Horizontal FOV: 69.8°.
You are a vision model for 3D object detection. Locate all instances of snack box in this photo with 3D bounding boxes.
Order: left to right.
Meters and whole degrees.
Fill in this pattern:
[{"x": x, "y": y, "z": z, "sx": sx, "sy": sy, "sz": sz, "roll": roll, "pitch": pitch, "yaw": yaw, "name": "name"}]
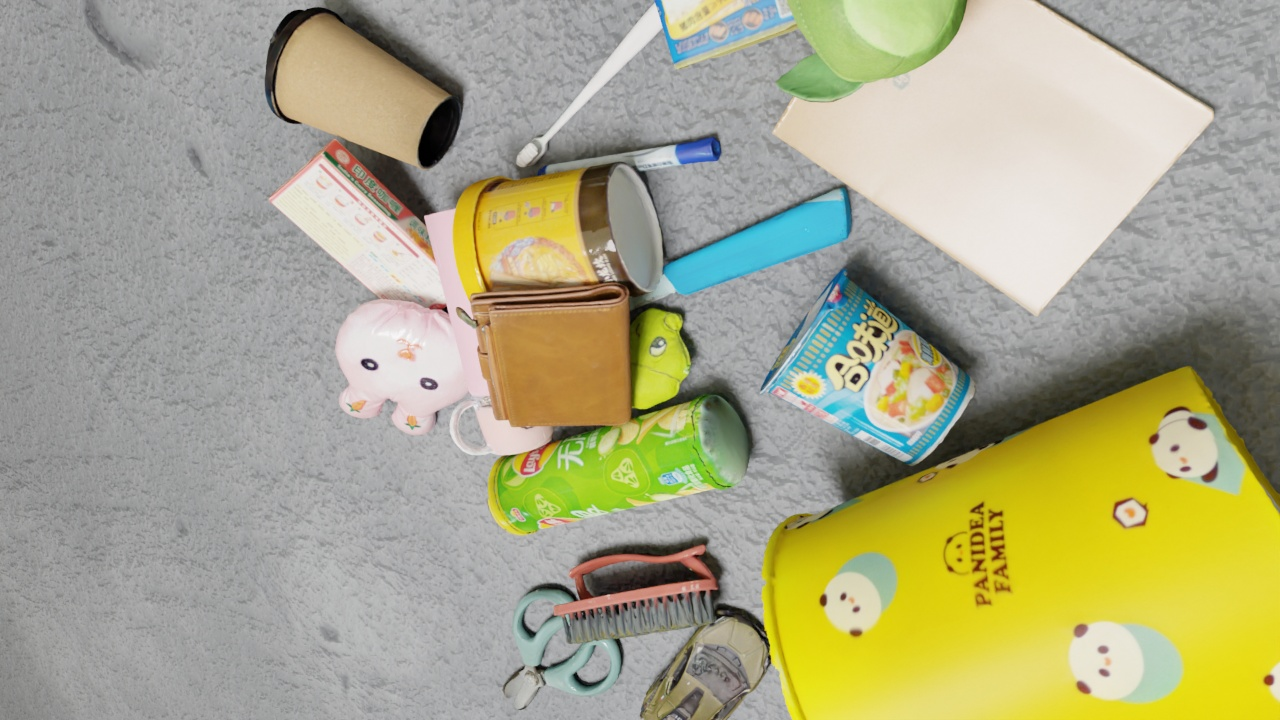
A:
[{"x": -0.216, "y": -0.099, "z": 0.746, "sx": 0.077, "sy": 0.026, "sz": 0.156, "roll": -25, "pitch": 122, "yaw": 33, "name": "snack box"}]

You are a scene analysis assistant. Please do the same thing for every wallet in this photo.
[{"x": -0.066, "y": 0.002, "z": 0.646, "sx": 0.119, "sy": 0.035, "sz": 0.131, "roll": 0, "pitch": 139, "yaw": 0, "name": "wallet"}]

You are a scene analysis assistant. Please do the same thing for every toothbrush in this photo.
[{"x": -0.032, "y": -0.197, "z": 0.651, "sx": 0.016, "sy": 0.016, "sz": 0.181, "roll": 48, "pitch": 123, "yaw": -5, "name": "toothbrush"}]

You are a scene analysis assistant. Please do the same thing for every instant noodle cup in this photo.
[{"x": -0.053, "y": -0.083, "z": 0.655, "sx": 0.115, "sy": 0.118, "sz": 0.118, "roll": -11, "pitch": 104, "yaw": 22, "name": "instant noodle cup"}, {"x": 0.150, "y": 0.011, "z": 0.597, "sx": 0.110, "sy": 0.099, "sz": 0.099, "roll": 34, "pitch": 122, "yaw": 4, "name": "instant noodle cup"}]

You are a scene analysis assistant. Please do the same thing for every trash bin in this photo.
[{"x": 0.240, "y": 0.142, "z": 0.530, "sx": 0.256, "sy": 0.229, "sz": 0.229, "roll": -34, "pitch": 91, "yaw": 28, "name": "trash bin"}]

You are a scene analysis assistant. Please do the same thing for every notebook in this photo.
[{"x": 0.200, "y": -0.143, "z": 0.554, "sx": 0.207, "sy": 0.008, "sz": 0.148, "roll": 37, "pitch": 123, "yaw": 10, "name": "notebook"}]

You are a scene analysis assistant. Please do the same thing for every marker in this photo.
[{"x": -0.011, "y": -0.142, "z": 0.663, "sx": 0.146, "sy": 0.016, "sz": 0.017, "roll": -2, "pitch": 108, "yaw": 29, "name": "marker"}]

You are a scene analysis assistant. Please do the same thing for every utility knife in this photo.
[{"x": 0.050, "y": -0.068, "z": 0.657, "sx": 0.219, "sy": 0.018, "sz": 0.034, "roll": -19, "pitch": 100, "yaw": 31, "name": "utility knife"}]

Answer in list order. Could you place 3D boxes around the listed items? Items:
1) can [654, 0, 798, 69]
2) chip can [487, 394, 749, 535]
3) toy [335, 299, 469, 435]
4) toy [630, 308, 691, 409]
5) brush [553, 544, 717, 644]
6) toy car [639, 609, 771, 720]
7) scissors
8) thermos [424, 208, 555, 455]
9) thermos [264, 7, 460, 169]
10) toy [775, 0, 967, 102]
[{"x": 0.056, "y": -0.235, "z": 0.564, "sx": 0.102, "sy": 0.057, "sz": 0.083, "roll": -12, "pitch": 106, "yaw": 26, "name": "can"}, {"x": -0.020, "y": 0.085, "z": 0.726, "sx": 0.222, "sy": 0.072, "sz": 0.072, "roll": -19, "pitch": 100, "yaw": 32, "name": "chip can"}, {"x": -0.204, "y": 0.011, "z": 0.792, "sx": 0.121, "sy": 0.054, "sz": 0.160, "roll": 18, "pitch": 135, "yaw": -13, "name": "toy"}, {"x": -0.004, "y": 0.004, "z": 0.707, "sx": 0.100, "sy": 0.031, "sz": 0.097, "roll": 17, "pitch": 104, "yaw": 31, "name": "toy"}, {"x": 0.000, "y": 0.195, "z": 0.770, "sx": 0.146, "sy": 0.063, "sz": 0.069, "roll": -19, "pitch": 70, "yaw": 32, "name": "brush"}, {"x": 0.054, "y": 0.276, "z": 0.783, "sx": 0.070, "sy": 0.042, "sz": 0.158, "roll": 35, "pitch": 119, "yaw": 11, "name": "toy car"}, {"x": -0.099, "y": 0.278, "z": 0.879, "sx": 0.180, "sy": 0.019, "sz": 0.143, "roll": -39, "pitch": 89, "yaw": 35, "name": "scissors"}, {"x": -0.124, "y": -0.023, "z": 0.725, "sx": 0.067, "sy": 0.087, "sz": 0.199, "roll": 13, "pitch": 116, "yaw": 62, "name": "thermos"}, {"x": -0.215, "y": -0.207, "z": 0.709, "sx": 0.143, "sy": 0.092, "sz": 0.093, "roll": 27, "pitch": 120, "yaw": 7, "name": "thermos"}, {"x": 0.132, "y": -0.263, "z": 0.479, "sx": 0.227, "sy": 0.090, "sz": 0.247, "roll": 2, "pitch": 99, "yaw": -2, "name": "toy"}]
